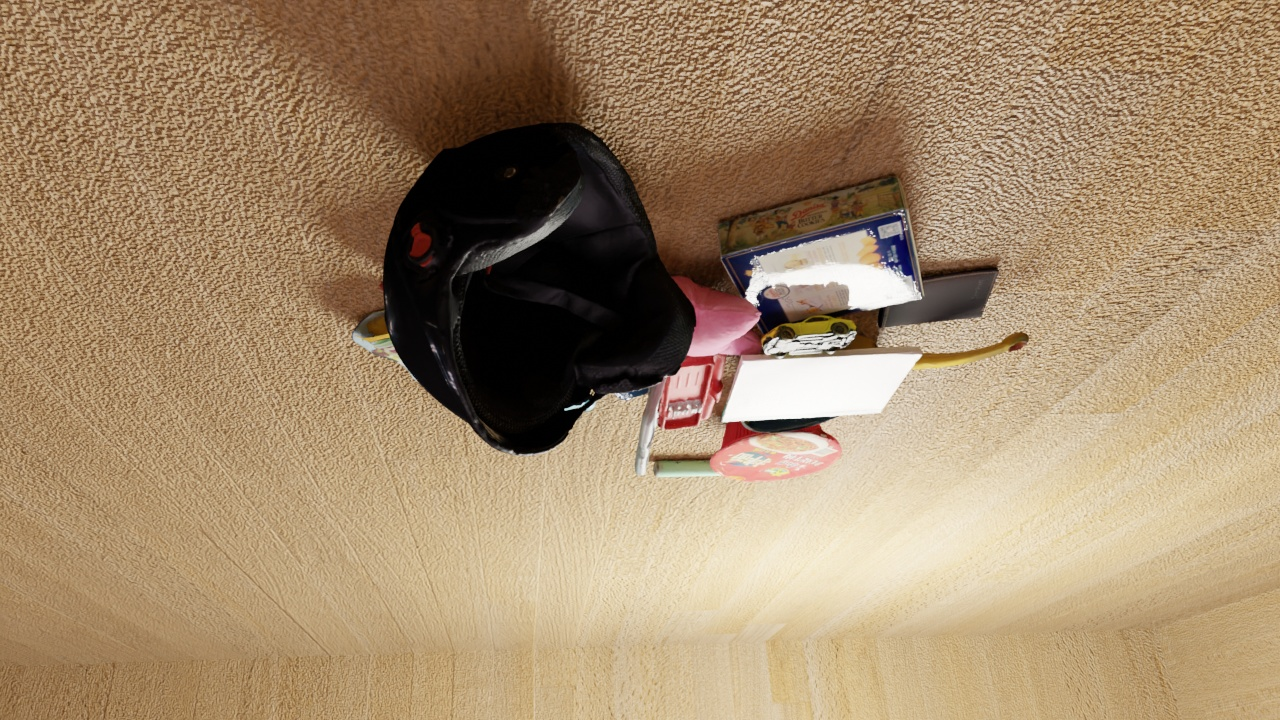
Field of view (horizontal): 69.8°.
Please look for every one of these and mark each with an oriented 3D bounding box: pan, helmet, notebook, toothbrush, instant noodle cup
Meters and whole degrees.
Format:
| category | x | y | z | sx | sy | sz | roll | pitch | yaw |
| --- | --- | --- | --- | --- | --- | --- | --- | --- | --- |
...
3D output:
| category | x | y | z | sx | sy | sz | roll | pitch | yaw |
| --- | --- | --- | --- | --- | --- | --- | --- | --- | --- |
| pan | 0.291 | 0.016 | 1.141 | 0.358 | 0.078 | 0.197 | -25 | 153 | 17 |
| helmet | -0.100 | -0.062 | 0.758 | 0.231 | 0.274 | 0.233 | 10 | 155 | 37 |
| notebook | 0.209 | 0.031 | 1.088 | 0.209 | 0.012 | 0.151 | -3 | 149 | -8 |
| toothbrush | 0.133 | 0.175 | 1.495 | 0.224 | 0.026 | 0.027 | 0 | -168 | -6 |
| instant noodle cup | 0.196 | 0.117 | 1.349 | 0.194 | 0.065 | 0.194 | -2 | 153 | -1 |

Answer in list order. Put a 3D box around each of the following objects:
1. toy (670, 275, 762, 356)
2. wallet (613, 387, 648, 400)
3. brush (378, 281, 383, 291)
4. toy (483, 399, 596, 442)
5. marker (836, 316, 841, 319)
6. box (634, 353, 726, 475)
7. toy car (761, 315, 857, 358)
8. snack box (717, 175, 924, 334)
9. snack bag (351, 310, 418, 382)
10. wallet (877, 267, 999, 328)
| category | x | y | z | sx | sy | sz | roll | pitch | yaw |
| --- | --- | --- | --- | --- | --- | --- | --- | --- | --- |
| toy | 0.064 | -0.044 | 0.992 | 0.179 | 0.074 | 0.194 | 4 | 167 | 45 |
| wallet | -0.007 | 0.007 | 1.141 | 0.106 | 0.040 | 0.133 | -17 | 153 | 13 |
| brush | -0.192 | -0.072 | 0.942 | 0.146 | 0.063 | 0.069 | -3 | 165 | 3 |
| toy | -0.139 | 0.081 | 1.258 | 0.161 | 0.049 | 0.156 | -9 | 146 | -6 |
| marker | 0.219 | -0.025 | 1.132 | 0.018 | 0.015 | 0.124 | -3 | 156 | -13 |
| box | 0.037 | 0.057 | 1.146 | 0.154 | 0.073 | 0.201 | -39 | 162 | -19 |
| toy car | 0.182 | -0.028 | 0.999 | 0.105 | 0.032 | 0.048 | -7 | 156 | -9 |
| snack box | 0.189 | -0.101 | 0.945 | 0.183 | 0.045 | 0.178 | -12 | 152 | 17 |
| snack bag | -0.244 | -0.007 | 1.092 | 0.110 | 0.038 | 0.191 | -22 | 149 | 14 |
| wallet | 0.339 | -0.072 | 1.051 | 0.122 | 0.020 | 0.096 | -7 | 152 | 2 |
